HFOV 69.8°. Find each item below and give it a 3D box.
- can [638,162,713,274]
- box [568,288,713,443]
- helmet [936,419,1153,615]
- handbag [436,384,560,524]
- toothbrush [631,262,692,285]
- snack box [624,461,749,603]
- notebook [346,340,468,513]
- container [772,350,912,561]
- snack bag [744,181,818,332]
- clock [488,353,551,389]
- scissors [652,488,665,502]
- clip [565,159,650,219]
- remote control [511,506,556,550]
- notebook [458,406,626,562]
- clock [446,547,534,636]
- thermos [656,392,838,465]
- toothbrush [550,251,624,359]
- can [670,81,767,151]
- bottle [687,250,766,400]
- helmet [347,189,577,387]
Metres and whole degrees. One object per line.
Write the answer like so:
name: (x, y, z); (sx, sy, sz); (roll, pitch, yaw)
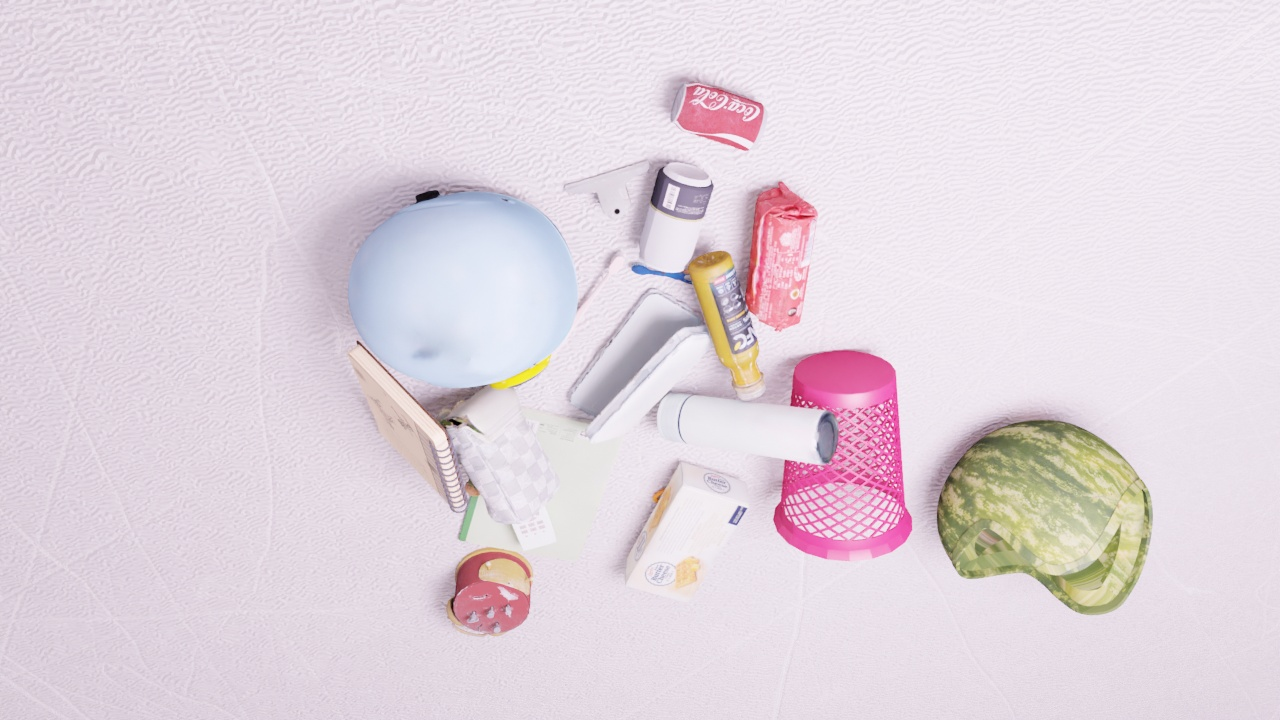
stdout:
can: (0.038, -0.159, 1.057); (0.064, 0.064, 0.128); (10, 121, -11)
box: (-0.009, 0.003, 1.178); (0.217, 0.110, 0.107); (-46, 158, 24)
helmet: (0.531, 0.196, 1.226); (0.213, 0.247, 0.243); (38, 72, -42)
handbag: (-0.189, 0.127, 1.178); (0.124, 0.112, 0.171); (-16, 108, 37)
toothbrush: (0.053, -0.103, 1.126); (0.135, 0.017, 0.022); (9, 125, -14)
snack box: (0.063, 0.248, 1.310); (0.104, 0.057, 0.208); (19, 120, -13)
notebook: (-0.273, 0.088, 1.093); (0.024, 0.167, 0.226); (-40, 161, -23)
container: (0.264, 0.115, 1.199); (0.183, 0.183, 0.226); (-6, 115, -2)
snack bag: (0.163, -0.116, 1.086); (0.082, 0.082, 0.177); (0, 122, -5)
clock: (-0.146, -0.010, 1.127); (0.119, 0.083, 0.057); (-18, 116, 9)
scissors: (0.072, 0.223, 1.336); (0.125, 0.011, 0.129); (16, 121, -13)
clip: (-0.031, -0.190, 1.054); (0.102, 0.038, 0.054); (-16, 110, 6)
remote control: (-0.160, 0.206, 1.283); (0.049, 0.024, 0.143); (-16, 123, 1)
notebook: (-0.141, 0.177, 1.289); (0.182, 0.010, 0.253); (12, 120, -13)
clock: (-0.225, 0.358, 1.354); (0.117, 0.081, 0.159); (24, 117, -19)
thermos: (0.129, 0.083, 1.148); (0.230, 0.067, 0.068); (4, 131, 37)
toothbrush: (-0.073, -0.064, 1.139); (0.015, 0.018, 0.182); (28, 118, -20)
can: (0.085, -0.266, 1.000); (0.096, 0.054, 0.054); (14, 120, -14)
bottle: (0.109, -0.038, 1.105); (0.053, 0.053, 0.186); (-18, 116, 6)
helmet: (-0.213, -0.076, 1.011); (0.266, 0.166, 0.225); (-5, 99, 17)
